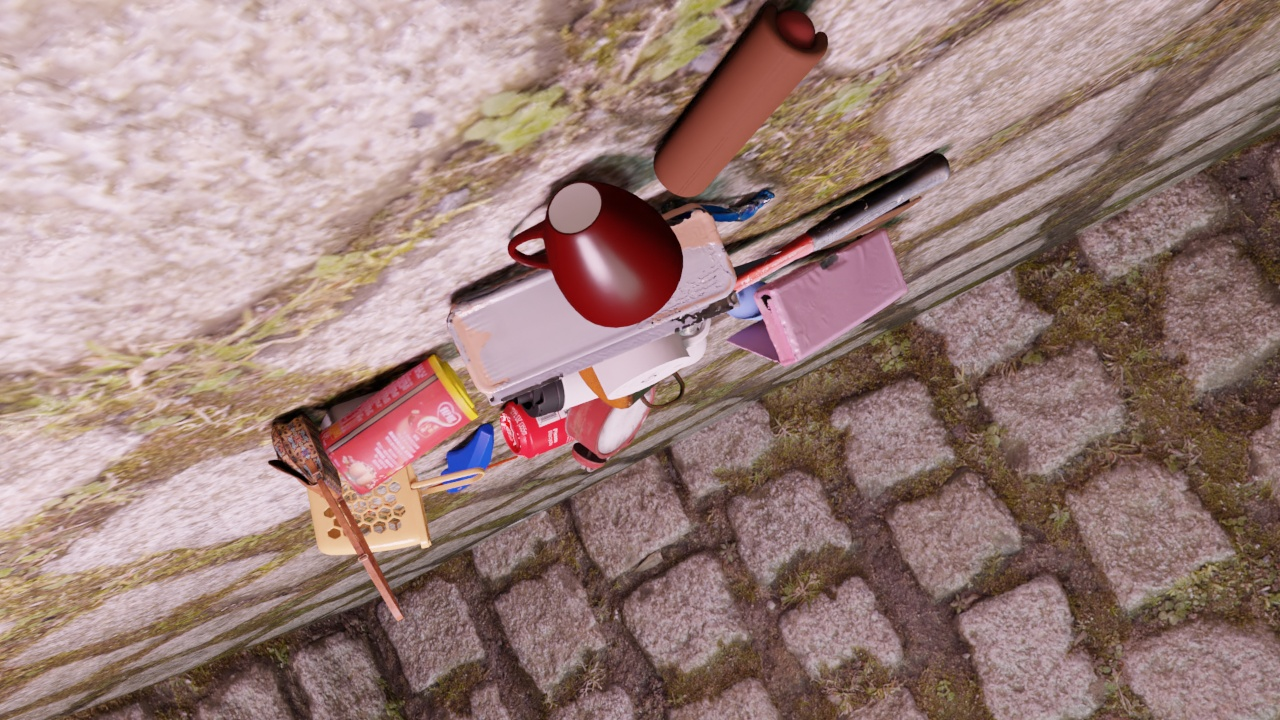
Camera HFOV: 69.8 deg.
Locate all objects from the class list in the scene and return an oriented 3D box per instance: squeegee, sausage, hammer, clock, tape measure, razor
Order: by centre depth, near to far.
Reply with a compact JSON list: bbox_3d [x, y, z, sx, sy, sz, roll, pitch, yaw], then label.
[{"bbox_3d":[0.054,-0.149,0.543,0.040,0.040,0.156,-20,169,-31],"label":"sausage"},{"bbox_3d":[0.062,-0.122,0.756,0.044,0.018,0.140,-33,168,37],"label":"razor"},{"bbox_3d":[-0.256,0.049,0.839,0.064,0.016,0.065,-20,168,-32],"label":"tape measure"},{"bbox_3d":[0.169,-0.124,0.921,0.326,0.036,0.140,-30,156,-5],"label":"hammer"},{"bbox_3d":[-0.043,0.069,1.105,0.109,0.062,0.157,-36,150,-41],"label":"clock"},{"bbox_3d":[-0.238,0.141,1.258,0.248,0.055,0.185,-18,157,-39],"label":"squeegee"}]

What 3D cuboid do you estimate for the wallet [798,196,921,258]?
[{"bbox_3d":[0.244,-0.154,1.034,0.121,0.027,0.099,-24,175,-19],"label":"wallet"}]

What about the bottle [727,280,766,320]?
[{"bbox_3d":[0.122,-0.072,1.078,0.048,0.048,0.131,-30,169,22],"label":"bottle"}]

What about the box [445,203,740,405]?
[{"bbox_3d":[-0.034,-0.041,0.727,0.217,0.115,0.095,-22,-157,-1],"label":"box"}]

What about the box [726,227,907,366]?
[{"bbox_3d":[0.202,-0.071,1.079,0.231,0.099,0.107,-30,-168,-38],"label":"box"}]

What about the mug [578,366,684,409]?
[{"bbox_3d":[-0.005,0.006,0.916,0.081,0.111,0.085,-41,-173,-23],"label":"mug"}]

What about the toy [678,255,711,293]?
[{"bbox_3d":[0.024,-0.080,0.772,0.087,0.050,0.112,-28,152,14],"label":"toy"}]

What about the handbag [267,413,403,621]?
[{"bbox_3d":[-0.257,0.139,0.780,0.043,0.195,0.094,-30,169,-15],"label":"handbag"}]

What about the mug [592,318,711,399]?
[{"bbox_3d":[0.004,-0.034,0.832,0.119,0.096,0.083,-25,170,-6],"label":"mug"}]

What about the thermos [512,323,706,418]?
[{"bbox_3d":[-0.032,-0.007,0.997,0.229,0.068,0.101,-20,155,-28],"label":"thermos"}]

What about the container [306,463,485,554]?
[{"bbox_3d":[-0.243,0.130,0.939,0.167,0.129,0.184,-12,172,-13],"label":"container"}]

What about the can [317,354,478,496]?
[{"bbox_3d":[-0.207,0.054,0.791,0.124,0.066,0.067,-35,171,-6],"label":"can"}]

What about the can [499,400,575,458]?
[{"bbox_3d":[-0.101,0.068,1.160,0.142,0.074,0.075,-21,169,-27],"label":"can"}]

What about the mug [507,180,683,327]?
[{"bbox_3d":[-0.039,-0.078,0.603,0.114,0.087,0.088,-1,159,20],"label":"mug"}]
